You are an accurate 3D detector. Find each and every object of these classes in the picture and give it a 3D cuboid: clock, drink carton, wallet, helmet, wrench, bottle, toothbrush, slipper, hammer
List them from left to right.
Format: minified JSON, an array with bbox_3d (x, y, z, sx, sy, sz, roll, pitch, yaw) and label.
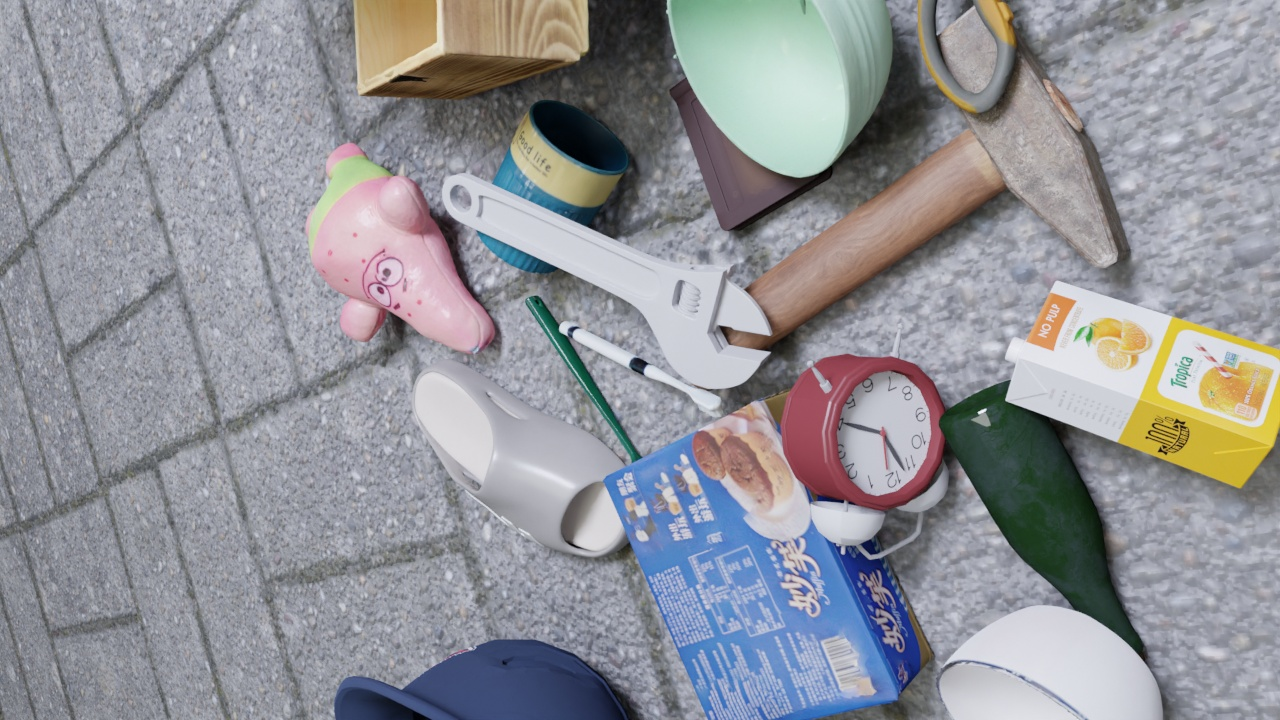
[{"bbox_3d":[-0.121,0.327,0.734,0.272,0.222,0.233,31,136,-3],"label":"helmet"},{"bbox_3d":[-0.123,0.085,0.784,0.266,0.080,0.113,33,114,29],"label":"slipper"},{"bbox_3d":[-0.043,0.025,0.751,0.017,0.016,0.189,-46,70,39],"label":"toothbrush"},{"bbox_3d":[-0.032,-0.062,0.646,0.273,0.018,0.087,26,124,20],"label":"wrench"},{"bbox_3d":[-0.004,0.004,0.696,0.187,0.012,0.017,27,150,45],"label":"toothbrush"},{"bbox_3d":[0.073,-0.158,0.625,0.092,0.018,0.115,-27,80,38],"label":"wallet"},{"bbox_3d":[0.135,-0.060,0.583,0.302,0.037,0.158,-36,77,37],"label":"hammer"},{"bbox_3d":[0.140,0.053,0.561,0.048,0.096,0.137,5,114,66],"label":"clock"},{"bbox_3d":[0.237,0.098,0.526,0.055,0.055,0.174,-30,88,38],"label":"bottle"},{"bbox_3d":[0.256,0.009,0.472,0.122,0.058,0.040,23,151,25],"label":"drink carton"}]

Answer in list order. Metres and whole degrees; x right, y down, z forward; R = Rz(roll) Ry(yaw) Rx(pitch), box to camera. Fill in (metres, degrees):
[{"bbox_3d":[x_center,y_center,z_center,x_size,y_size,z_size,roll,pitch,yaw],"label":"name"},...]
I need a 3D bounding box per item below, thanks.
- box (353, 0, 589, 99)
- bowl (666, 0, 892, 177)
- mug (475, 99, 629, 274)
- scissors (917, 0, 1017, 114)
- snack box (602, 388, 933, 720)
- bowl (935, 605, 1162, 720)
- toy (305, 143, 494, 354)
[{"bbox_3d":[-0.228,-0.330,0.582,0.279,0.323,0.284,-158,68,-63],"label":"box"},{"bbox_3d":[0.090,-0.191,0.534,0.151,0.077,0.151,46,161,20],"label":"bowl"},{"bbox_3d":[-0.074,-0.141,0.709,0.107,0.083,0.113,-54,45,35],"label":"mug"},{"bbox_3d":[0.180,-0.251,0.476,0.217,0.016,0.225,-21,83,41],"label":"scissors"},{"bbox_3d":[0.083,0.142,0.642,0.155,0.069,0.202,-31,80,38],"label":"snack box"},{"bbox_3d":[0.235,0.191,0.516,0.116,0.065,0.116,37,150,25],"label":"bowl"},{"bbox_3d":[-0.221,-0.086,0.821,0.237,0.096,0.193,43,130,14],"label":"toy"}]
